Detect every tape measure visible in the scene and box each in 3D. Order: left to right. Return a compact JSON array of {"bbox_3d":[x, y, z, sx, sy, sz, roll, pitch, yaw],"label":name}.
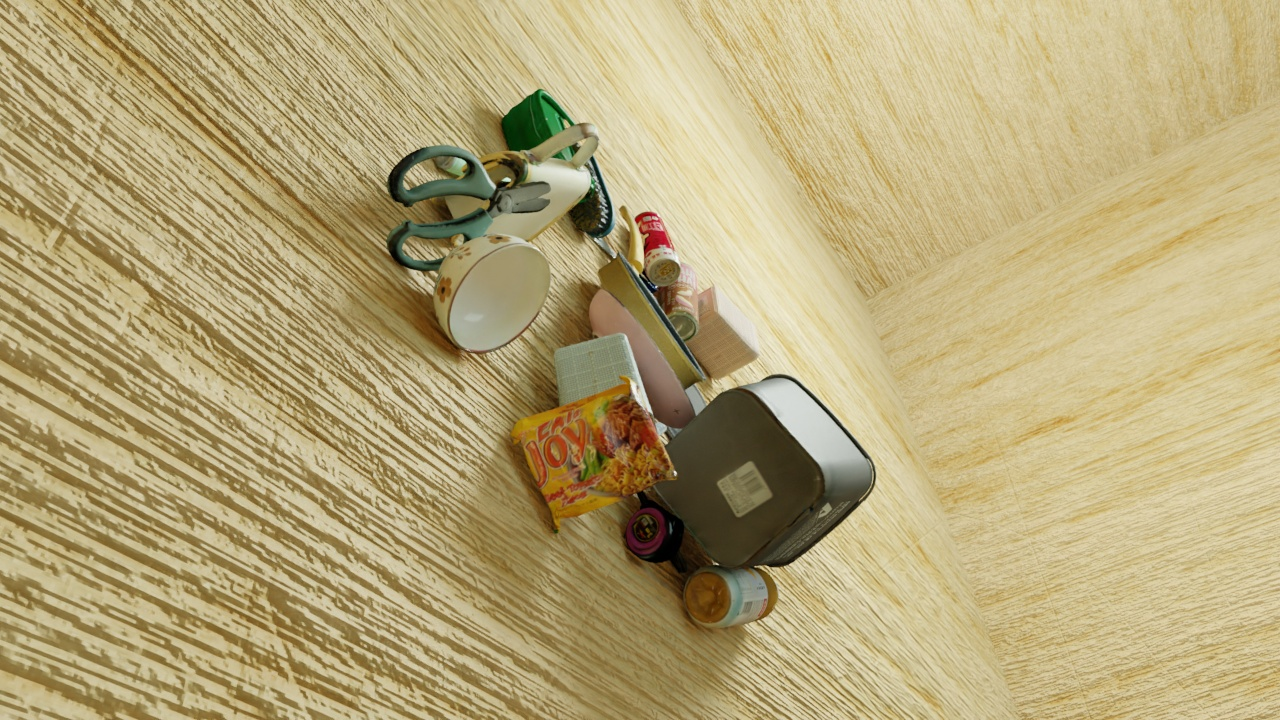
[{"bbox_3d":[0.015,0.181,0.955,0.057,0.058,0.039,26,-9,36],"label":"tape measure"}]

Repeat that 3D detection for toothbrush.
[{"bbox_3d":[-0.160,-0.206,1.055,0.224,0.027,0.026,9,94,-65],"label":"toothbrush"},{"bbox_3d":[0.006,0.158,1.023,0.181,0.016,0.018,61,11,-2],"label":"toothbrush"}]

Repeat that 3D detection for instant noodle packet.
[{"bbox_3d":[-0.044,0.085,0.841,0.044,0.128,0.110,134,-67,-86],"label":"instant noodle packet"}]

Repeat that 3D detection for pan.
[{"bbox_3d":[0.004,-0.103,1.233,0.198,0.078,0.357,52,6,-41],"label":"pan"}]

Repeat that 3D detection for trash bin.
[{"bbox_3d":[0.136,0.130,1.046,0.198,0.199,0.219,49,12,16],"label":"trash bin"}]

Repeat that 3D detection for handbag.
[{"bbox_3d":[-0.110,-0.188,0.938,0.063,0.179,0.163,59,21,5],"label":"handbag"},{"bbox_3d":[-0.112,-0.274,1.182,0.120,0.068,0.131,12,52,-56],"label":"handbag"}]

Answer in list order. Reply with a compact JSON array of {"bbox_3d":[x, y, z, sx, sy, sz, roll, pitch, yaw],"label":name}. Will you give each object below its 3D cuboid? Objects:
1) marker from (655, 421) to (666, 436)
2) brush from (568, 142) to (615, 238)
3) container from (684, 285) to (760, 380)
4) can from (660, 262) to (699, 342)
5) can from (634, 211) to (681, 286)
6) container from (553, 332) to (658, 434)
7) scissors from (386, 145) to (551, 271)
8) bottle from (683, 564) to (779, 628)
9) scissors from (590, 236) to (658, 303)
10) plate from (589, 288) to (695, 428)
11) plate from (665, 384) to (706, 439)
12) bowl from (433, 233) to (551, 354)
[{"bbox_3d":[0.005,0.095,1.097,0.017,0.017,0.145,63,20,0],"label":"marker"},{"bbox_3d":[-0.070,-0.231,1.261,0.073,0.055,0.143,18,48,-60],"label":"brush"},{"bbox_3d":[0.118,-0.046,1.446,0.111,0.090,0.089,45,27,-32],"label":"container"},{"bbox_3d":[0.059,-0.090,1.395,0.058,0.058,0.147,51,24,-29],"label":"can"},{"bbox_3d":[0.023,-0.169,1.386,0.053,0.053,0.132,46,18,-39],"label":"can"},{"bbox_3d":[-0.036,0.041,0.934,0.090,0.090,0.111,75,1,-52],"label":"container"},{"bbox_3d":[-0.149,-0.152,0.824,0.019,0.179,0.143,37,-40,41],"label":"scissors"},{"bbox_3d":[0.114,0.272,1.065,0.189,0.068,0.068,23,44,-60],"label":"bottle"},{"bbox_3d":[-0.023,-0.142,1.331,0.172,0.012,0.132,57,23,-12],"label":"scissors"},{"bbox_3d":[-0.006,0.006,1.066,0.192,0.039,0.192,54,-8,11],"label":"plate"},{"bbox_3d":[0.065,0.066,1.266,0.179,0.024,0.179,50,24,-33],"label":"plate"},{"bbox_3d":[-0.144,-0.069,0.831,0.062,0.113,0.113,38,8,29],"label":"bowl"}]
